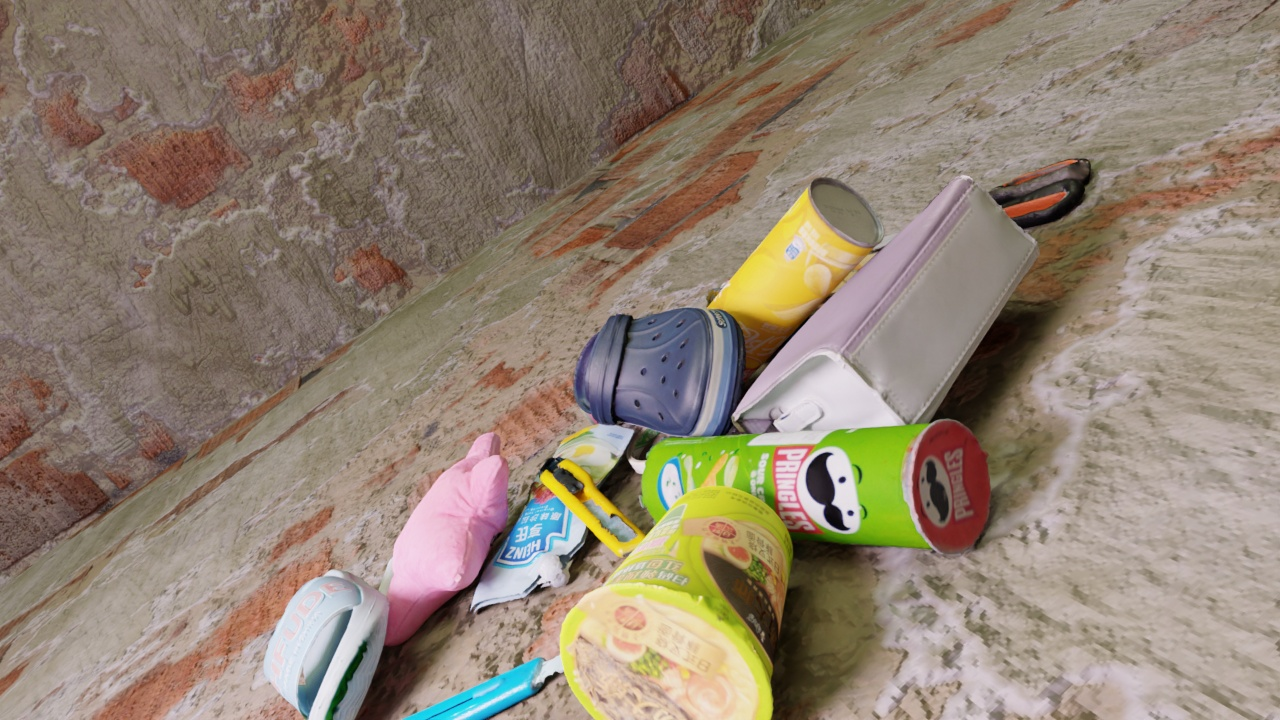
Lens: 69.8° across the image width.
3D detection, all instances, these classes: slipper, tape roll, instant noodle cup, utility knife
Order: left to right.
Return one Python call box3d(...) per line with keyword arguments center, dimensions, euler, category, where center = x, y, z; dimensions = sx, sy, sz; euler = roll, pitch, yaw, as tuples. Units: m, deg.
box3d(center=(-0.264, 0.225, 0.758), dimensions=(0.246, 0.074, 0.104), euler=(4, 70, 67), category="slipper")
box3d(center=(-0.092, 0.221, 0.616), dimensions=(0.225, 0.018, 0.034), euler=(-29, 18, 11), category="utility knife")
box3d(center=(-0.039, 0.113, 0.728), dimensions=(0.033, 0.015, 0.156), euler=(-32, 35, -19), category="utility knife")
box3d(center=(-0.004, 0.004, 0.758), dimensions=(0.253, 0.095, 0.105), euler=(0, 81, 64), category="slipper")
box3d(center=(0.027, 0.067, 0.805), dimensions=(0.086, 0.014, 0.085), euler=(-30, 18, 11), category="tape roll")
box3d(center=(0.032, 0.131, 0.503), dimensions=(0.112, 0.112, 0.123), euler=(-23, 14, 30), category="instant noodle cup")

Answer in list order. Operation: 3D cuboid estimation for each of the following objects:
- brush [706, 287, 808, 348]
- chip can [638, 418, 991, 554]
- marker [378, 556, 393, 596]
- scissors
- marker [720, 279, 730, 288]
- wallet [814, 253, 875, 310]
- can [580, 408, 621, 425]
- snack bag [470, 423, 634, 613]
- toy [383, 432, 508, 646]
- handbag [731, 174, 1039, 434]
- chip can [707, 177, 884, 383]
box3d(center=(0.117, -0.046, 0.879), dimensions=(0.073, 0.055, 0.144), euler=(-14, 15, -14), category="brush")
box3d(center=(0.095, 0.077, 0.573), dimensions=(0.237, 0.072, 0.072), euler=(-9, 30, 53), category="chip can")
box3d(center=(-0.241, 0.224, 0.859), dimensions=(0.023, 0.018, 0.130), euler=(-40, 17, 12), category="marker")
box3d(center=(0.288, -0.125, 0.834), dimensions=(0.235, 0.022, 0.152), euler=(-25, 21, 23), category="scissors")
box3d(center=(0.076, -0.048, 1.009), dimensions=(0.017, 0.017, 0.144), euler=(-19, 23, 38), category="marker")
box3d(center=(0.188, -0.070, 0.808), dimensions=(0.115, 0.024, 0.087), euler=(-9, 27, -1), category="wallet")
box3d(center=(0.011, 0.013, 0.897), dimensions=(0.147, 0.058, 0.057), euler=(-28, 19, 16), category="can")
box3d(center=(-0.073, 0.130, 0.782), dimensions=(0.110, 0.039, 0.190), euler=(-15, 29, 31), category="snack bag")
box3d(center=(-0.165, 0.158, 0.779), dimensions=(0.194, 0.074, 0.178), euler=(-58, 15, 3), category="toy")
box3d(center=(0.169, -0.015, 0.637), dimensions=(0.196, 0.098, 0.145), euler=(-46, 6, -29), category="handbag")
box3d(center=(0.105, -0.050, 0.750), dimensions=(0.214, 0.072, 0.071), euler=(-50, 4, 42), category="chip can")
